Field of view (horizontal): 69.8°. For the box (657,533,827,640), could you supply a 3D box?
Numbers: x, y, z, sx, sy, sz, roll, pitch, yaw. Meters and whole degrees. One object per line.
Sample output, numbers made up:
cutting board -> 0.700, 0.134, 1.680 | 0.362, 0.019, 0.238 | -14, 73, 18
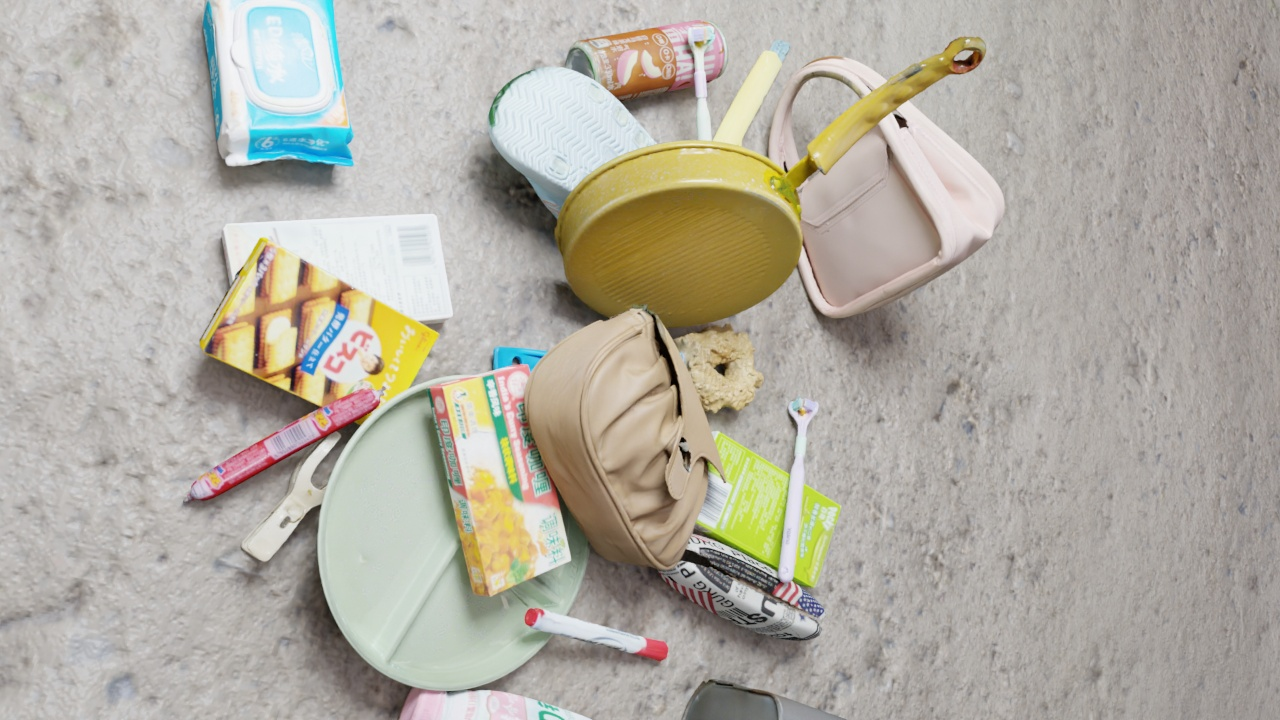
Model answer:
box -> 0.096, 0.189, 0.801 | 0.163, 0.075, 0.076 | 32, 64, -18

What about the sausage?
sausage -> -0.247, 0.057, 0.639 | 0.155, 0.020, 0.020 | -29, 97, -8

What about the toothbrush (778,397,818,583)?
toothbrush -> 0.140, 0.113, 0.828 | 0.021, 0.029, 0.188 | 65, 30, -46

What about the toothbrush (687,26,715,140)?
toothbrush -> 0.059, -0.204, 0.836 | 0.029, 0.020, 0.190 | -14, 111, -27

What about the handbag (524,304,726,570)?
handbag -> 0.000, 0.064, 0.720 | 0.147, 0.100, 0.205 | -56, 136, -37

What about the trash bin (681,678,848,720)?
trash bin -> 0.142, 0.373, 0.734 | 0.219, 0.199, 0.198 | 30, 68, -14

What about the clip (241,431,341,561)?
clip -> -0.244, 0.098, 0.659 | 0.034, 0.076, 0.103 | 43, 75, -17

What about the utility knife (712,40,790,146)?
utility knife -> 0.111, -0.259, 0.907 | 0.031, 0.019, 0.176 | 38, 70, -22

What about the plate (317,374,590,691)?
plate -> -0.133, 0.126, 0.686 | 0.229, 0.028, 0.230 | 6, 81, -40

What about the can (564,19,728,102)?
can -> 0.007, -0.269, 0.830 | 0.147, 0.058, 0.058 | -21, 92, -29

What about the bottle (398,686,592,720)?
bottle -> -0.083, 0.291, 0.689 | 0.197, 0.068, 0.068 | 27, 70, -19

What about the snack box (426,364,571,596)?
snack box -> -0.103, 0.087, 0.679 | 0.076, 0.027, 0.156 | -16, 96, -42

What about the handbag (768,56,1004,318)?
handbag -> 0.202, -0.170, 0.855 | 0.093, 0.194, 0.234 | -28, 86, -31

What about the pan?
pan -> 0.097, -0.135, 0.710 | 0.197, 0.358, 0.078 | 35, 41, -49

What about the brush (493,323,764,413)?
brush -> -0.005, 0.005, 0.796 | 0.254, 0.046, 0.083 | 2, 85, -24

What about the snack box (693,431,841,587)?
snack box -> 0.109, 0.137, 0.838 | 0.156, 0.026, 0.085 | 31, 69, -20

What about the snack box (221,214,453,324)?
snack box -> -0.225, -0.063, 0.690 | 0.156, 0.027, 0.084 | -9, 87, -29

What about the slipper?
slipper -> -0.032, -0.154, 0.786 | 0.245, 0.074, 0.104 | 34, 66, -37

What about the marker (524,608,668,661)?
marker -> -0.033, 0.220, 0.735 | 0.145, 0.017, 0.017 | 27, 69, -37

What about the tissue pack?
tissue pack -> -0.264, -0.208, 0.671 | 0.089, 0.063, 0.140 | -7, 85, -29

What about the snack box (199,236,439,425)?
snack box -> -0.225, -0.015, 0.653 | 0.140, 0.034, 0.087 | 32, 86, -35
